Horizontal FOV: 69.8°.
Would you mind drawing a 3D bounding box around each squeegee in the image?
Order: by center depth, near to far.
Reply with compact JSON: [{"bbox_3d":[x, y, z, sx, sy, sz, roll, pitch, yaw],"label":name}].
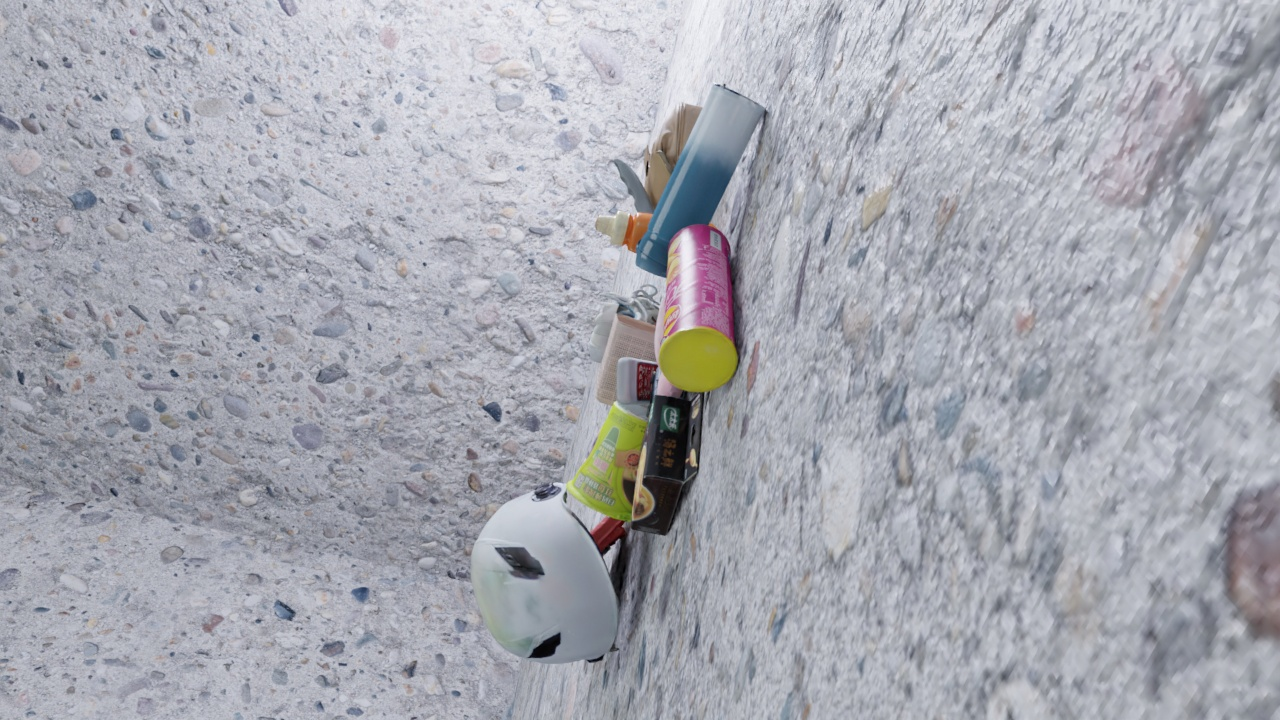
[{"bbox_3d":[0.019,-0.169,1.252,0.246,0.039,0.246,91,160,-81],"label":"squeegee"}]

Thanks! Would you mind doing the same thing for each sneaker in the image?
[{"bbox_3d":[-0.020,-0.070,1.370,0.241,0.089,0.091,-46,-39,-69],"label":"sneaker"}]

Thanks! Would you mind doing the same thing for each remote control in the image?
[{"bbox_3d":[0.003,0.027,1.116,0.136,0.020,0.056,11,-100,-70],"label":"remote control"}]

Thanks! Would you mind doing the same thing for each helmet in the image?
[{"bbox_3d":[-0.131,0.275,1.138,0.259,0.145,0.229,180,73,-72],"label":"helmet"}]

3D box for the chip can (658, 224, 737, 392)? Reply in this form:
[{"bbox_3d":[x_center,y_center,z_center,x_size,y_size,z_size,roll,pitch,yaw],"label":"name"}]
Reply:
[{"bbox_3d":[0.058,-0.058,0.916,0.210,0.071,0.072,-84,9,-55],"label":"chip can"}]

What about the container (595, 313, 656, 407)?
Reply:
[{"bbox_3d":[-0.007,0.007,1.225,0.090,0.090,0.111,-107,36,-78],"label":"container"}]

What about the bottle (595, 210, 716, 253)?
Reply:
[{"bbox_3d":[0.019,-0.147,1.099,0.067,0.149,0.066,-169,92,-85],"label":"bottle"}]

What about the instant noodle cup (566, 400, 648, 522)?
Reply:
[{"bbox_3d":[-0.017,0.117,1.112,0.111,0.111,0.123,-109,40,-79],"label":"instant noodle cup"}]

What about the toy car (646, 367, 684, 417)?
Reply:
[{"bbox_3d":[0.032,0.040,1.079,0.090,0.043,0.034,-81,6,-46],"label":"toy car"}]

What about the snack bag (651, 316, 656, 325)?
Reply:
[{"bbox_3d":[0.022,-0.010,1.315,0.048,0.026,0.104,-70,-19,-84],"label":"snack bag"}]

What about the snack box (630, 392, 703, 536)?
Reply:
[{"bbox_3d":[0.027,0.106,0.981,0.126,0.053,0.113,102,177,-47],"label":"snack box"}]

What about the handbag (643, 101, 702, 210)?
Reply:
[{"bbox_3d":[0.051,-0.257,1.288,0.205,0.100,0.147,106,174,-59],"label":"handbag"}]

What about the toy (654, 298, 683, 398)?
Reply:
[{"bbox_3d":[0.045,-0.022,1.043,0.122,0.054,0.159,114,168,-48],"label":"toy"}]

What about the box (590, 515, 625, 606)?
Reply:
[{"bbox_3d":[-0.050,0.299,1.316,0.116,0.099,0.202,-43,-8,-22],"label":"box"}]

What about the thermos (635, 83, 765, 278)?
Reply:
[{"bbox_3d":[0.061,-0.195,1.023,0.070,0.070,0.221,-96,32,-73],"label":"thermos"}]
